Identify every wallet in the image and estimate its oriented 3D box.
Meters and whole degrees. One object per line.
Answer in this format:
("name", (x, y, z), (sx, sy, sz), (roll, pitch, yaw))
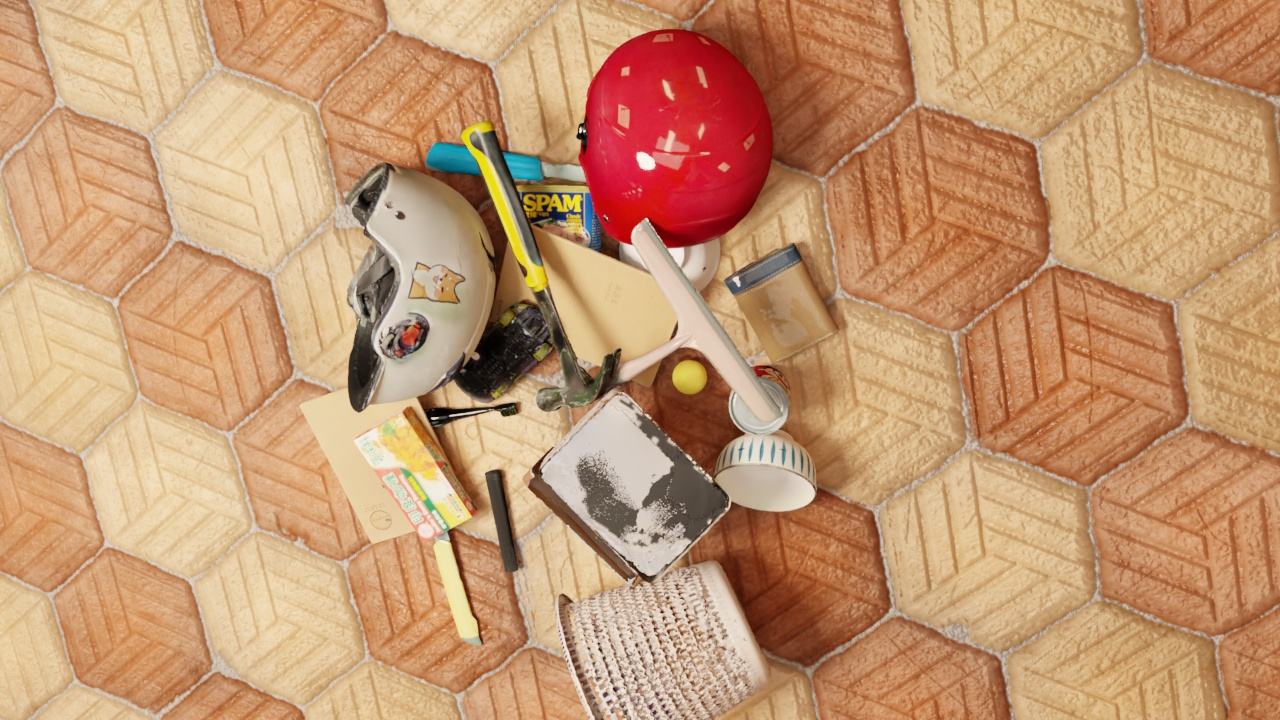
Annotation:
("wallet", (0.160, -0.064, 1.040), (0.090, 0.033, 0.115), (-29, 95, 16))

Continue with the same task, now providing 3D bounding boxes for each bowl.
("bowl", (0.029, -0.122, 1.035), (0.118, 0.064, 0.118), (1, 99, 9))
("bowl", (0.144, 0.118, 1.045), (0.116, 0.117, 0.066), (6, 56, 9))

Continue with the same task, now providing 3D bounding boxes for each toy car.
("toy car", (-0.163, -0.009, 1.091), (0.070, 0.042, 0.158), (44, 120, -12))

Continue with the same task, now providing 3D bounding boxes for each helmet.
("helmet", (-0.244, -0.080, 1.030), (0.156, 0.230, 0.274), (-1, 103, -23))
("helmet", (0.040, -0.245, 0.946), (0.207, 0.144, 0.240), (-12, 84, -10))

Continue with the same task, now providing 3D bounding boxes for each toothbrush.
("toothbrush", (-0.254, 0.072, 1.139), (0.213, 0.026, 0.027), (-8, 126, 10))

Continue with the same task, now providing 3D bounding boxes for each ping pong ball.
("ping pong ball", (0.057, 0.019, 1.066), (0.040, 0.040, 0.040), (2, 100, 9))

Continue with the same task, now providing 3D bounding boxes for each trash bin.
("trash bin", (0.034, 0.335, 1.051), (0.192, 0.227, 0.227), (-26, 94, 0))

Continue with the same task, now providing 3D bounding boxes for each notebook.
("notebook", (-0.064, -0.064, 1.052), (0.211, 0.012, 0.150), (23, 130, 3))
("notebook", (-0.316, 0.123, 1.146), (0.148, 0.008, 0.208), (-18, 107, 12))

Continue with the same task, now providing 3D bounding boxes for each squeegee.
("squeegee", (-0.006, 0.006, 1.011), (0.250, 0.040, 0.247), (-28, 101, 48))

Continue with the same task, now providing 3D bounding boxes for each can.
("can", (-0.095, -0.160, 1.055), (0.102, 0.057, 0.083), (2, 102, 10))
("can", (0.135, 0.042, 1.030), (0.066, 0.093, 0.066), (2, 99, 9))

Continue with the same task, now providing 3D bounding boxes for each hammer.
("hammer", (-0.114, -0.100, 0.993), (0.126, 0.031, 0.323), (-13, 103, 38))

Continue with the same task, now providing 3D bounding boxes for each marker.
("marker", (-0.173, 0.201, 1.148), (0.020, 0.022, 0.132), (-13, 99, -25))

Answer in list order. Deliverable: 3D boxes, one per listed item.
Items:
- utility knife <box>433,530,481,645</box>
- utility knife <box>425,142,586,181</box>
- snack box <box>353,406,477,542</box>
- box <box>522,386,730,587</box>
("utility knife", (-0.241, 0.273, 1.171), (0.031, 0.021, 0.207), (-11, 106, 11))
("utility knife", (-0.153, -0.227, 1.071), (0.204, 0.018, 0.034), (9, 99, 10))
("snack box", (-0.274, 0.141, 1.124), (0.077, 0.027, 0.156), (-29, 101, 15))
("box", (-0.017, 0.141, 1.040), (0.157, 0.193, 0.183), (-44, 93, 0))
